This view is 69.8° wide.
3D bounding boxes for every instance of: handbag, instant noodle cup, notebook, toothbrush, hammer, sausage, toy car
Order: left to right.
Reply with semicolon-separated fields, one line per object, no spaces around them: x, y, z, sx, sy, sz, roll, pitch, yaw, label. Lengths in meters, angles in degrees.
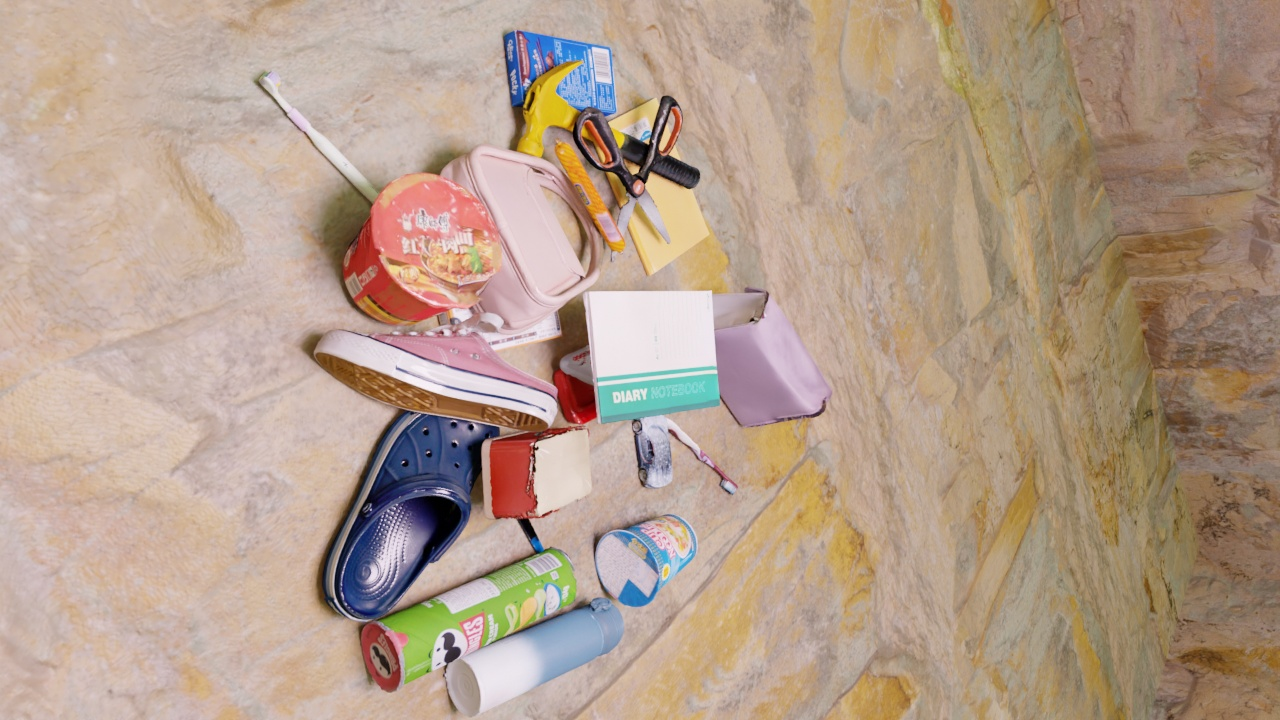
-0.304;-0.207;0.915;0.020;0.029;0.189;-36;121;5;toothbrush
-0.224;-0.102;0.909;0.137;0.109;0.137;15;65;-37;instant noodle cup
-0.141;0.167;1.049;0.014;0.016;0.189;-38;114;-34;toothbrush
-0.116;-0.147;1.047;0.233;0.094;0.193;-27;92;-55;handbag
-0.059;-0.194;1.101;0.021;0.021;0.165;-52;125;-35;sausage
-0.028;-0.278;1.164;0.300;0.033;0.129;14;91;-47;hammer
0.014;0.242;1.151;0.109;0.099;0.099;-19;100;-52;instant noodle cup
0.017;-0.237;1.247;0.145;0.010;0.206;-39;114;-40;notebook
0.019;0.115;1.204;0.048;0.031;0.105;-10;93;-46;toy car
0.020;-0.009;1.095;0.208;0.012;0.150;-5;90;-45;notebook
0.082;0.134;1.278;0.187;0.016;0.017;45;67;-34;toothbrush
0.164;-0.004;1.280;0.197;0.145;0.098;52;56;-30;handbag

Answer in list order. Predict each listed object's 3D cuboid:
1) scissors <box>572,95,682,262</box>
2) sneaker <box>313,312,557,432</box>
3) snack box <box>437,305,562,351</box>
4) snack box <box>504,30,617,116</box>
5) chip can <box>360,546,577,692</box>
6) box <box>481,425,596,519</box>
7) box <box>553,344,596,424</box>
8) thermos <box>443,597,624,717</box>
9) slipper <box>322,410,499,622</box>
-0.007;-0.238;1.154;0.220;0.022;0.233;32;77;-45;scissors
-0.195;0.002;0.915;0.241;0.118;0.087;15;64;-11;sneaker
-0.158;-0.050;1.043;0.153;0.026;0.075;-16;97;-45;snack box
-0.096;-0.351;1.131;0.156;0.026;0.084;-8;94;-45;snack box
-0.172;0.267;0.969;0.235;0.072;0.072;-14;97;-46;chip can
-0.101;0.121;0.999;0.168;0.078;0.091;-4;91;-73;box
-0.005;0.005;1.140;0.200;0.100;0.095;-26;104;-43;box
-0.111;0.327;1.032;0.219;0.070;0.070;-10;94;-45;thermos
-0.222;0.140;0.916;0.105;0.095;0.252;49;57;-34;slipper
